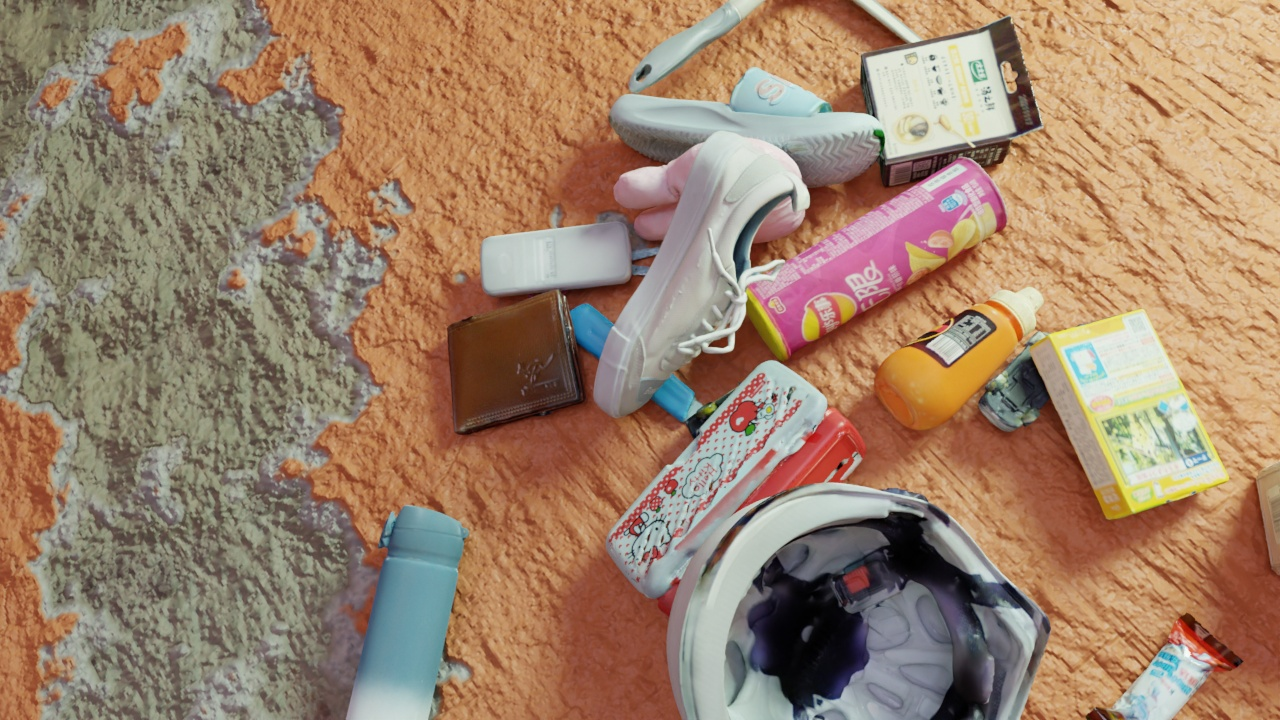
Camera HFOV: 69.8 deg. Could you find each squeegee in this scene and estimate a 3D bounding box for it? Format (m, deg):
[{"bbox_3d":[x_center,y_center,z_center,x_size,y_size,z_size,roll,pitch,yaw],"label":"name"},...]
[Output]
[{"bbox_3d":[0.089,-0.313,0.826,0.246,0.039,0.246,-34,69,-14],"label":"squeegee"}]

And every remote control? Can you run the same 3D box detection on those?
[{"bbox_3d":[-0.075,-0.089,0.812,0.136,0.020,0.056,-6,80,9],"label":"remote control"}]

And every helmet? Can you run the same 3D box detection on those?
[{"bbox_3d":[0.123,0.195,0.617,0.258,0.146,0.228,28,77,-12],"label":"helmet"}]

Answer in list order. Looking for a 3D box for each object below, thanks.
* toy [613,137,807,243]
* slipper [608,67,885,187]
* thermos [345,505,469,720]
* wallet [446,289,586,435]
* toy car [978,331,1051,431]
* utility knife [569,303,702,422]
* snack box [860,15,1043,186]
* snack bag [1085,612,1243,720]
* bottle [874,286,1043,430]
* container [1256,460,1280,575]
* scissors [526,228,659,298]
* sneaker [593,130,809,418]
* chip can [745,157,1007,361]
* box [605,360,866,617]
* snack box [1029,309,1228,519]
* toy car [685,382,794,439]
[{"bbox_3d":[0.059,-0.137,0.767,0.160,0.121,0.054,-2,60,22],"label":"toy"},{"bbox_3d":[0.090,-0.204,0.789,0.246,0.104,0.074,13,81,23],"label":"slipper"},{"bbox_3d":[-0.191,0.229,0.735,0.070,0.070,0.220,5,74,13],"label":"thermos"},{"bbox_3d":[-0.112,0.004,0.798,0.125,0.032,0.101,-16,75,17],"label":"wallet"},{"bbox_3d":[0.299,0.017,0.711,0.043,0.034,0.090,43,72,11],"label":"toy car"},{"bbox_3d":[-0.005,0.005,0.789,0.159,0.018,0.034,39,96,19],"label":"utility knife"},{"bbox_3d":[0.260,-0.219,0.782,0.126,0.053,0.113,-9,71,8],"label":"snack box"},{"bbox_3d":[0.363,0.229,0.638,0.104,0.026,0.048,-42,58,-3],"label":"snack bag"},{"bbox_3d":[0.255,-0.009,0.717,0.149,0.067,0.066,-37,69,-8],"label":"bottle"},{"bbox_3d":[0.493,0.104,0.616,0.111,0.090,0.090,-3,73,14],"label":"container"},{"bbox_3d":[-0.042,-0.077,0.824,0.138,0.017,0.083,10,75,11],"label":"scissors"},{"bbox_3d":[0.048,-0.047,0.706,0.091,0.089,0.243,33,113,16],"label":"sneaker"},{"bbox_3d":[0.187,-0.082,0.746,0.210,0.071,0.071,-30,70,1],"label":"chip can"},{"bbox_3d":[0.069,0.101,0.709,0.201,0.095,0.101,-48,54,-1],"label":"box"},{"bbox_3d":[0.358,0.038,0.677,0.087,0.034,0.140,-15,72,-13],"label":"snack box"},{"bbox_3d":[0.082,0.040,0.746,0.090,0.035,0.042,-32,97,2],"label":"toy car"}]
